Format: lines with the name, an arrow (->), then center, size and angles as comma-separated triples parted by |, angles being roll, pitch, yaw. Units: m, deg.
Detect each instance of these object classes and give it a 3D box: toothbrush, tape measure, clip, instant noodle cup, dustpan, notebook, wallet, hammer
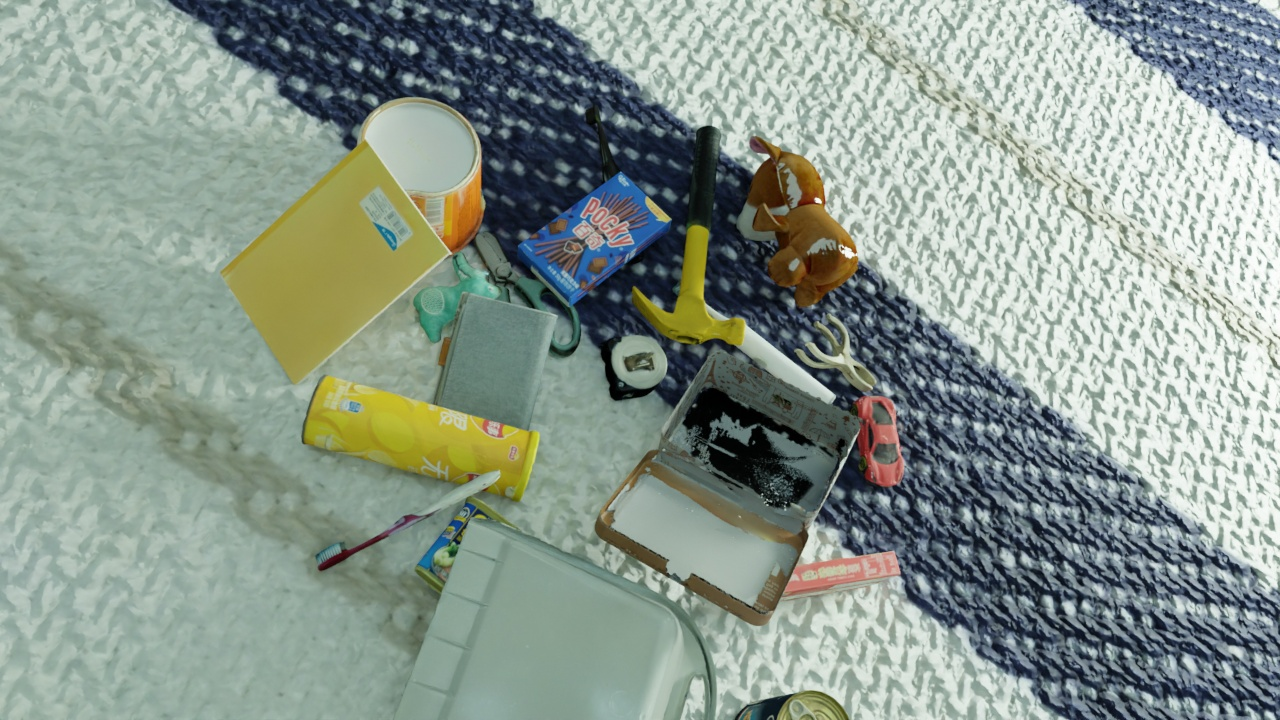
toothbrush -> -0.033, -0.211, 1.078 | 0.027, 0.026, 0.212 | -23, 69, 21
tape measure -> -0.006, 0.006, 0.990 | 0.066, 0.034, 0.065 | -10, 73, -20
clip -> 0.220, 0.000, 1.061 | 0.096, 0.035, 0.101 | -20, 82, -28
instant noodle cup -> -0.233, -0.194, 0.962 | 0.151, 0.112, 0.151 | 6, 67, -14
dustpan -> -0.059, 0.295, 0.832 | 0.258, 0.143, 0.222 | 16, 72, 10
notebook -> -0.300, -0.094, 0.890 | 0.206, 0.010, 0.146 | -39, 81, 10
toothbrush -> 0.126, -0.019, 1.040 | 0.221, 0.027, 0.026 | 39, 55, 8
wallet -> -0.152, 0.003, 0.936 | 0.106, 0.037, 0.129 | 15, 84, -9
toothbrush -> -0.214, 0.144, 0.848 | 0.187, 0.016, 0.017 | -27, 65, -3
hammer -> 0.066, -0.152, 1.067 | 0.129, 0.033, 0.300 | 7, 62, 2

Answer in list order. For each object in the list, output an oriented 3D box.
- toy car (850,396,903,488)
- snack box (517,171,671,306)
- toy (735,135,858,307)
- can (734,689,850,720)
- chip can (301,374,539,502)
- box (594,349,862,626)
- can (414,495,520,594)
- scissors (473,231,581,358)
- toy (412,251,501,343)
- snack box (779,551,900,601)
toy car -> 0.271, 0.091, 1.039 | 0.049, 0.031, 0.106 | 2, 69, -15
snack box -> -0.049, -0.136, 1.013 | 0.156, 0.026, 0.084 | -40, 77, -22
toy -> 0.176, -0.164, 1.080 | 0.131, 0.140, 0.199 | -19, 67, 21
can -> 0.137, 0.348, 0.846 | 0.075, 0.111, 0.075 | 7, 65, -15
chip can -> -0.208, 0.074, 0.880 | 0.213, 0.072, 0.072 | 17, 64, -8
box -> 0.087, 0.125, 0.897 | 0.178, 0.103, 0.260 | 27, 56, 12
can -> -0.147, 0.191, 0.858 | 0.102, 0.057, 0.083 | 37, 64, 0
scissors -> -0.117, -0.074, 0.999 | 0.129, 0.019, 0.185 | -4, 71, -18
toy -> -0.194, -0.070, 0.963 | 0.092, 0.030, 0.096 | -23, 62, -11
snack box -> 0.178, 0.222, 0.930 | 0.152, 0.075, 0.025 | -4, 68, -18
